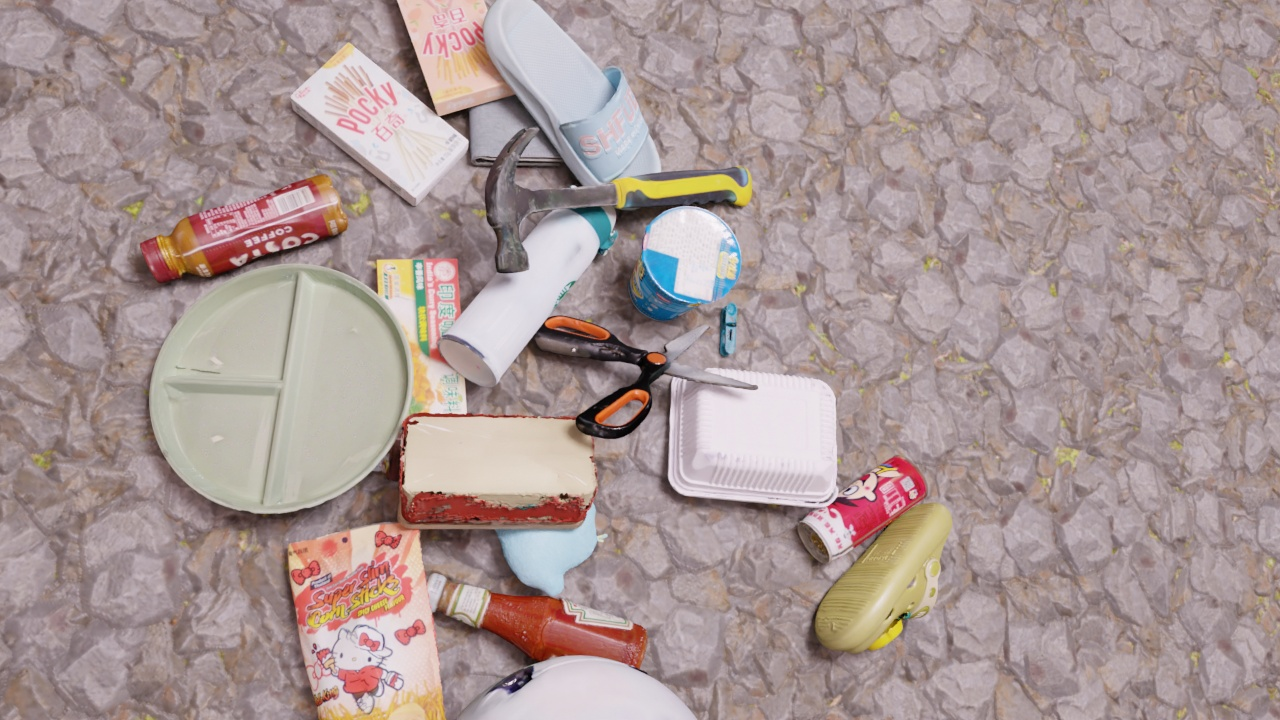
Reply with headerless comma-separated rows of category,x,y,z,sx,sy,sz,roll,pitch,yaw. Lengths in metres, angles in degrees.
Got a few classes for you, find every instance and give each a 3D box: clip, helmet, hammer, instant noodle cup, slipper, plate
clip,0.092,-0.032,0.961,0.014,0.046,0.057,7,76,-14
helmet,-0.062,0.328,0.750,0.258,0.230,0.145,5,43,-42
hammer,-0.009,-0.167,0.897,0.322,0.032,0.126,-14,103,-39
instant noodle cup,0.035,-0.088,0.911,0.099,0.110,0.099,3,76,-14
slipper,-0.055,-0.262,0.916,0.245,0.074,0.103,48,54,-23
slipper,0.257,0.224,0.910,0.081,0.092,0.190,47,68,-3
plate,-0.317,0.023,0.821,0.230,0.027,0.230,1,73,-3
instant noodle cup,0.118,0.067,0.906,0.173,0.060,0.137,7,67,-7

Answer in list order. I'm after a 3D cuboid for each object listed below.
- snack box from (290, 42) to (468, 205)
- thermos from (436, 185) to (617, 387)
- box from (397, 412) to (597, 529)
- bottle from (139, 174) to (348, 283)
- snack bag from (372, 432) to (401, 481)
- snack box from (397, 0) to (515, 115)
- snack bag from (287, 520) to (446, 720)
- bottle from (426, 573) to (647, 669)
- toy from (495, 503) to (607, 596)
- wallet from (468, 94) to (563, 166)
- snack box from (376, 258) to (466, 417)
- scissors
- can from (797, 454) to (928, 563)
snack box,-0.259,-0.235,0.915,0.157,0.027,0.084,39,72,-4
thermos,-0.100,-0.077,0.887,0.073,0.073,0.223,37,63,-4
box,-0.125,0.095,0.802,0.168,0.078,0.091,2,53,-14
bottle,-0.363,-0.119,0.846,0.174,0.058,0.057,-23,84,-18
snack bag,-0.270,0.083,0.840,0.104,0.026,0.048,9,80,-12
snack box,-0.190,-0.330,0.931,0.084,0.026,0.157,-19,75,-9
snack bag,-0.233,0.248,0.789,0.129,0.073,0.207,-14,80,6
bottle,-0.097,0.240,0.832,0.206,0.060,0.059,19,74,-4
toy,-0.106,0.137,0.857,0.156,0.050,0.161,6,65,-9
wallet,-0.125,-0.267,0.950,0.106,0.037,0.129,-2,77,-13
snack box,-0.210,-0.020,0.878,0.077,0.027,0.155,-3,78,-16
scissors,-0.005,0.006,0.877,0.221,0.022,0.229,24,37,23
can,0.226,0.151,0.935,0.132,0.053,0.053,-29,86,-18
